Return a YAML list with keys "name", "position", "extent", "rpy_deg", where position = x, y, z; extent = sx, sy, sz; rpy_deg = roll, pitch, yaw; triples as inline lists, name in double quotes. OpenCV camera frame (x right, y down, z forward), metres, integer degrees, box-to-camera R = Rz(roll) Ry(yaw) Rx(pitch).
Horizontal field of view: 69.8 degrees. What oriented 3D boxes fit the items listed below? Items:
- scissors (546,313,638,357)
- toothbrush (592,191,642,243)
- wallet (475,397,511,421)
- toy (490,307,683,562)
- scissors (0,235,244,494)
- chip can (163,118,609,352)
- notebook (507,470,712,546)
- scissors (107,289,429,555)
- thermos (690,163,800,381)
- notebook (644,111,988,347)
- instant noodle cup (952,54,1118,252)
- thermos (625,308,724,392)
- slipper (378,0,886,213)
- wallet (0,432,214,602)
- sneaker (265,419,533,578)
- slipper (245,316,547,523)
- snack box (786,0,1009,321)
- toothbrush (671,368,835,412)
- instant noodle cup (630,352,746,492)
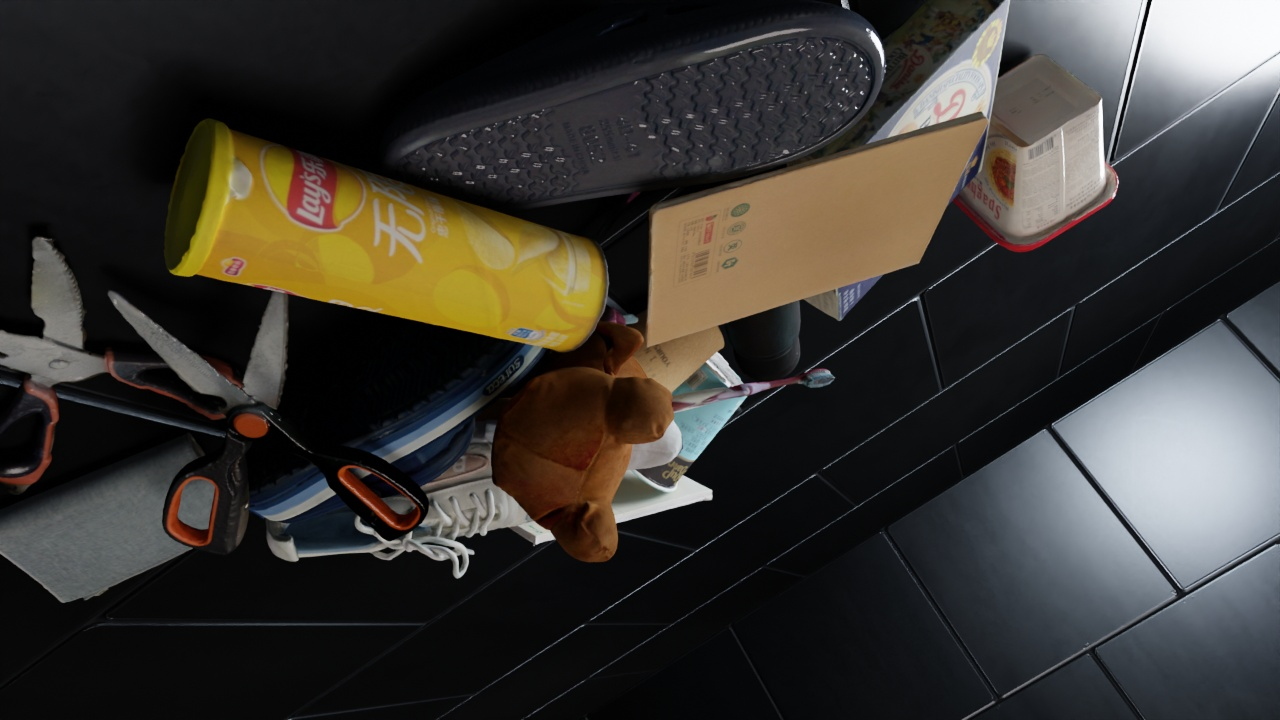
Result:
- name: "scissors"
  position: [-0.063, -0.016, 0.684]
  extent: [0.133, 0.017, 0.135]
  rpy_deg: [-8, 117, -22]
- name: "toothbrush"
  position: [0.002, -0.123, 0.615]
  extent: [0.189, 0.017, 0.014]
  rpy_deg: [-44, 154, 20]
- name: "wallet"
  position: [-0.164, 0.070, 0.772]
  extent: [0.131, 0.031, 0.108]
  rpy_deg: [1, 139, -48]
- name: "toy"
  position: [-0.028, 0.040, 0.607]
  extent: [0.199, 0.130, 0.140]
  rpy_deg: [-117, -129, -76]
- name: "scissors"
  position: [-0.306, 0.008, 0.506]
  extent: [0.188, 0.015, 0.224]
  rpy_deg: [-9, 148, -40]
- name: "chip can"
  position: [-0.121, -0.056, 0.470]
  extent: [0.213, 0.072, 0.072]
  rpy_deg: [12, 133, -39]
- name: "notebook"
  position: [-0.056, 0.125, 0.886]
  extent: [0.208, 0.150, 0.012]
  rpy_deg: [-8, 109, -40]
- name: "scissors"
  position: [-0.215, 0.047, 0.535]
  extent: [0.232, 0.021, 0.221]
  rpy_deg: [32, 121, -28]
- name: "thermos"
  position: [0.087, -0.073, 0.730]
  extent: [0.068, 0.089, 0.243]
  rpy_deg: [-16, 151, 3]
- name: "notebook"
  position: [0.102, -0.076, 0.572]
  extent: [0.207, 0.008, 0.148]
  rpy_deg: [-18, 153, -10]
- name: "instant noodle cup"
  position: [0.329, -0.176, 0.773]
  extent: [0.116, 0.116, 0.124]
  rpy_deg: [-32, 145, 1]
- name: "thermos"
  position: [-0.005, 0.004, 0.762]
  extent: [0.143, 0.093, 0.093]
  rpy_deg: [-34, 157, -9]
- name: "slipper"
  position: [-0.009, -0.148, 0.483]
  extent: [0.268, 0.083, 0.111]
  rpy_deg: [-12, 157, 5]
- name: "wallet"
  position: [-0.349, 0.107, 0.622]
  extent: [0.129, 0.037, 0.107]
  rpy_deg: [-24, 145, -16]
- name: "sneaker"
  position: [-0.154, 0.106, 0.683]
  extent: [0.242, 0.090, 0.090]
  rpy_deg: [-3, 123, -12]
- name: "slipper"
  position: [-0.155, 0.039, 0.614]
  extent: [0.253, 0.105, 0.095]
  rpy_deg: [-32, 134, 10]
- name: "snack box"
  position: [0.180, -0.143, 0.649]
  extent: [0.182, 0.046, 0.178]
  rpy_deg: [-45, 152, -12]
- name: "toothbrush"
  position: [0.087, 0.030, 0.815]
  extent: [0.187, 0.017, 0.016]
  rpy_deg: [-10, 116, -16]
- name: "instant noodle cup"
  position: [0.035, 0.045, 0.870]
  extent: [0.120, 0.111, 0.111]
  rpy_deg: [-46, 153, 13]
